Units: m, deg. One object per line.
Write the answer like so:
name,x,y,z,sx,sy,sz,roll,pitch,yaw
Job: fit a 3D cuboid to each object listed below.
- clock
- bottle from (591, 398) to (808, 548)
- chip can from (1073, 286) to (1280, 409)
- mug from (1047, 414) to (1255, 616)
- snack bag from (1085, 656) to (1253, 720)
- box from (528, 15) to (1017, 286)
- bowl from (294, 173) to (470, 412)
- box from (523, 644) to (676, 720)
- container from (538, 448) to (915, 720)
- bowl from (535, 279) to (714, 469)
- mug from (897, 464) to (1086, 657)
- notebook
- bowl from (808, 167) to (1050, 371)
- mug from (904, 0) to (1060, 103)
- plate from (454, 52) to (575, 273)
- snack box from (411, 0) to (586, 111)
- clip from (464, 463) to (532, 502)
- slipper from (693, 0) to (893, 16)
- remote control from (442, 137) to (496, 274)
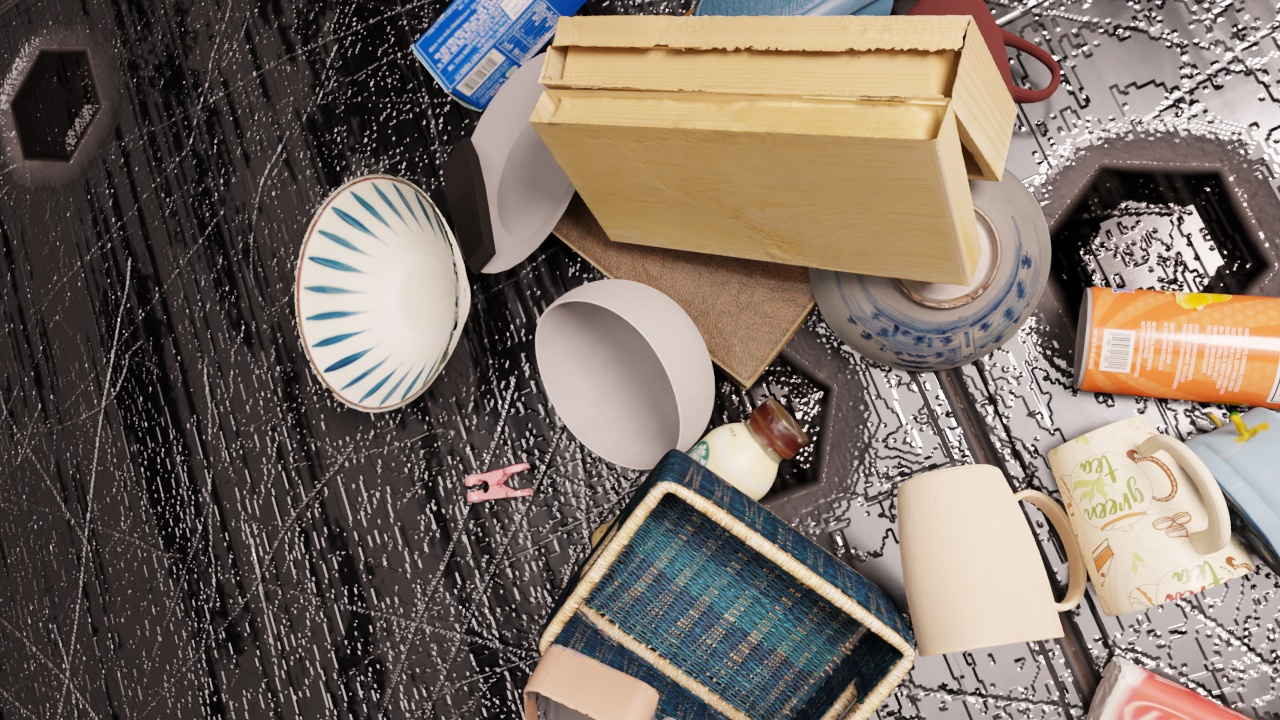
clock,0.350,0.082,0.496,0.052,0.088,0.124,-37,75,15
bottle,0.041,0.092,0.629,0.162,0.056,0.056,-42,73,12
chip can,0.362,-0.004,0.513,0.211,0.062,0.062,6,88,21
mug,0.284,0.080,0.511,0.081,0.122,0.097,-20,71,-1
snack bag,0.316,0.232,0.526,0.116,0.036,0.077,24,95,20
box,0.067,-0.121,0.530,0.249,0.140,0.123,12,92,32
bowl,-0.182,-0.050,0.708,0.178,0.070,0.177,1,92,33
box,-0.002,0.270,0.566,0.154,0.058,0.217,23,139,17
container,0.052,0.166,0.577,0.187,0.071,0.145,35,103,-3
bowl,-0.004,0.004,0.631,0.132,0.064,0.132,26,133,31
mug,0.213,0.119,0.556,0.111,0.085,0.104,-6,70,-8
notebook,0.052,-0.116,0.652,0.215,0.034,0.190,40,100,18
bowl,0.183,-0.064,0.569,0.151,0.056,0.150,0,93,6
mug,0.205,-0.189,0.581,0.114,0.087,0.088,9,71,15
plate,-0.084,-0.145,0.687,0.173,0.019,0.172,-20,62,43
snack box,-0.074,-0.294,0.701,0.227,0.059,0.059,-43,76,14
clip,-0.111,0.090,0.705,0.059,0.022,0.038,-15,84,21
slipper,0.139,-0.249,0.604,0.214,0.059,0.103,-24,43,2
remote control,-0.132,-0.120,0.707,0.039,0.010,0.124,-42,50,31
